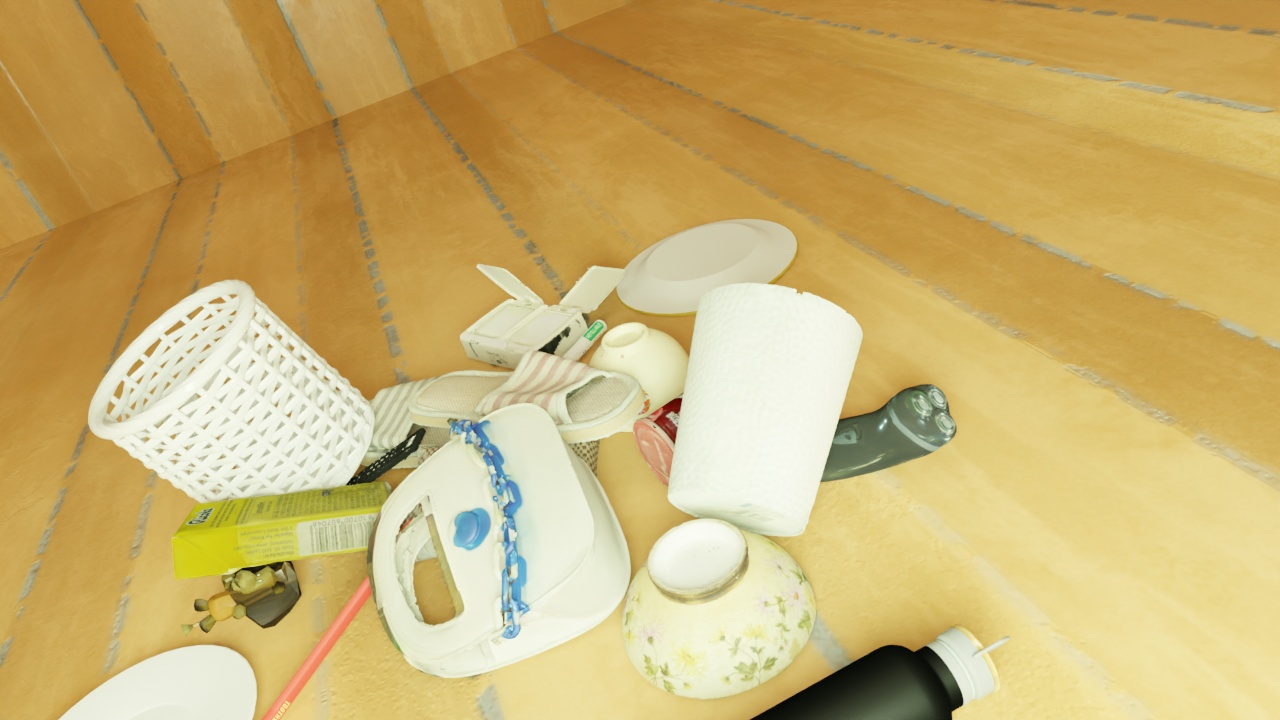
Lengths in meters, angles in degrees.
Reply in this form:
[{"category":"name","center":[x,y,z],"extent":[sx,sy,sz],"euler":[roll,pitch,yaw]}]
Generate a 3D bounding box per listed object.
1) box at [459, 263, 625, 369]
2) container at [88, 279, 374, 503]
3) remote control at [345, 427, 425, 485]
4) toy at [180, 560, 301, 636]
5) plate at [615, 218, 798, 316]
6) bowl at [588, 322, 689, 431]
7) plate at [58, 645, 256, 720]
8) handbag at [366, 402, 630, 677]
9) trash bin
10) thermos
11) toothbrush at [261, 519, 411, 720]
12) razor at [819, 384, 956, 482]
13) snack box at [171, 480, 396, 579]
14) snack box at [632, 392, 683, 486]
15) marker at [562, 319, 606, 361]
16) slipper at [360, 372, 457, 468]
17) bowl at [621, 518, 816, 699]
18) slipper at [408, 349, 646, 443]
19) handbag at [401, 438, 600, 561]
[{"category":"box","center":[-0.123,-0.082,1.093],"extent":[0.144,0.099,0.183],"euler":[11,43,41]},{"category":"container","center":[-0.397,0.050,0.911],"extent":[0.190,0.187,0.189],"euler":[-21,40,19]},{"category":"remote control","center":[-0.262,0.109,0.903],"extent":[0.140,0.009,0.030],"euler":[-34,24,26]},{"category":"toy","center":[-0.347,0.207,0.795],"extent":[0.100,0.063,0.076],"euler":[-24,49,-20]},{"category":"plate","center":[0.078,-0.125,1.125],"extent":[0.230,0.021,0.229],"euler":[-14,31,9]},{"category":"bowl","center":[-0.005,0.005,0.913],"extent":[0.118,0.074,0.117],"euler":[-14,31,9]},{"category":"plate","center":[-0.392,0.308,0.706],"extent":[0.209,0.015,0.208],"euler":[-14,31,9]},{"category":"handbag","center":[-0.126,0.140,0.716],"extent":[0.199,0.093,0.200],"euler":[-31,48,-1]},{"category":"trash bin","center":[0.090,0.042,0.708],"extent":[0.133,0.133,0.161],"euler":[2,66,32]},{"category":"thermos","center":[0.114,0.214,0.525],"extent":[0.231,0.061,0.061],"euler":[-25,31,-10]},{"category":"toothbrush","center":[-0.238,0.215,0.738],"extent":[0.018,0.012,0.211],"euler":[16,54,25]},{"category":"razor","center":[0.177,0.061,0.732],"extent":[0.141,0.064,0.053],"euler":[-21,49,18]},{"category":"snack box","center":[-0.307,0.148,0.815],"extent":[0.180,0.045,0.121],"euler":[-5,6,-18]},{"category":"snack box","center":[0.061,0.052,0.804],"extent":[0.121,0.072,0.072],"euler":[-33,33,-22]},{"category":"marker","center":[-0.081,0.001,1.018],"extent":[0.017,0.017,0.145],"euler":[4,38,34]},{"category":"slipper","center":[-0.215,0.063,0.966],"extent":[0.273,0.054,0.114],"euler":[0,40,29]},{"category":"bowl","center":[0.046,0.159,0.649],"extent":[0.145,0.063,0.145],"euler":[-15,31,9]},{"category":"slipper","center":[-0.118,0.030,0.861],"extent":[0.263,0.052,0.114],"euler":[1,30,34]},{"category":"handbag","center":[-0.123,0.115,0.834],"extent":[0.186,0.047,0.124],"euler":[-12,39,12]}]
